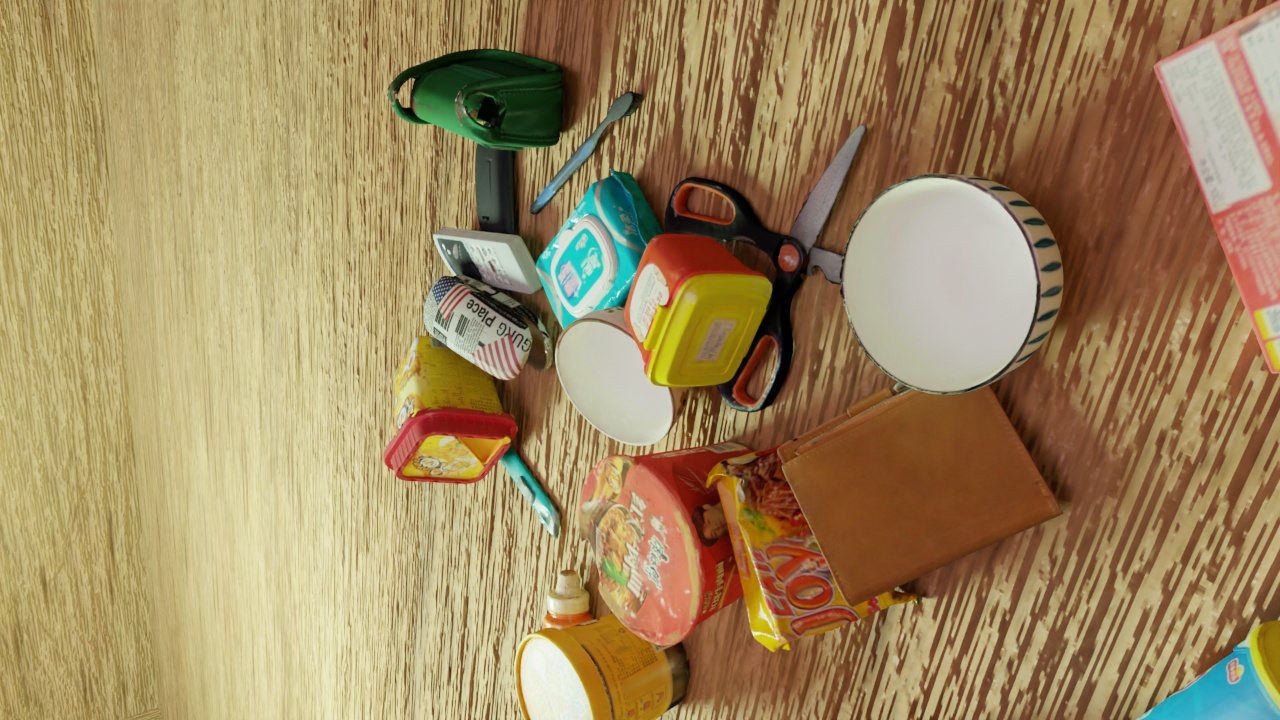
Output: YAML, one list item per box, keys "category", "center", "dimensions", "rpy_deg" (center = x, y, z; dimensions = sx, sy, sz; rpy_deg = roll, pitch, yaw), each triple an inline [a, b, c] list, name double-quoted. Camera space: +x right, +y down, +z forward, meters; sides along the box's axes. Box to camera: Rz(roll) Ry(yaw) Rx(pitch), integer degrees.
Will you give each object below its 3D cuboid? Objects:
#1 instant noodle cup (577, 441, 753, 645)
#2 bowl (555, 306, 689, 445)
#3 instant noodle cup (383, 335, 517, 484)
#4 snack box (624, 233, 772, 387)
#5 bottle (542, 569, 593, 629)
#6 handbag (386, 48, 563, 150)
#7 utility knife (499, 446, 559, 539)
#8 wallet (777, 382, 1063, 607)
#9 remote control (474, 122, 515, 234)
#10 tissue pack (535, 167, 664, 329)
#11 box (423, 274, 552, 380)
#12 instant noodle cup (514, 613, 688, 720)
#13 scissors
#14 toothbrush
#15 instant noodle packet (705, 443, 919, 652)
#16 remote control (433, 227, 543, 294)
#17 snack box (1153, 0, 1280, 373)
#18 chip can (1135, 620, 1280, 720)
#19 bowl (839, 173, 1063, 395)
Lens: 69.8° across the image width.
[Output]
- category: "instant noodle cup"
  center: [0.038, 0.124, 0.673]
  dimensions: [0.138, 0.108, 0.138]
  rpy_deg: [19, 115, 49]
- category: "bowl"
  center: [-0.004, 0.004, 0.721]
  dimensions: [0.113, 0.062, 0.114]
  rpy_deg: [24, 134, 28]
- category: "instant noodle cup"
  center: [-0.200, 0.049, 0.942]
  dimensions: [0.116, 0.116, 0.123]
  rpy_deg: [-48, 46, 41]
- category: "snack box"
  center: [0.033, -0.037, 0.632]
  dimensions: [0.080, 0.081, 0.091]
  rpy_deg: [56, 137, 42]
- category: "bottle"
  center: [-0.069, 0.276, 0.885]
  dimensions: [0.067, 0.066, 0.149]
  rpy_deg: [3, 95, 50]
- category: "handbag"
  center: [-0.135, -0.225, 0.786]
  dimensions: [0.131, 0.120, 0.068]
  rpy_deg: [27, 121, 36]
- category: "utility knife"
  center: [-0.126, 0.117, 0.946]
  dimensions: [0.166, 0.013, 0.029]
  rpy_deg: [48, 127, 32]
- category: "wallet"
  center: [0.157, 0.068, 0.536]
  dimensions: [0.132, 0.031, 0.107]
  rpy_deg: [-30, 71, 16]
- category: "remote control"
  center: [-0.142, -0.166, 0.885]
  dimensions: [0.053, 0.024, 0.136]
  rpy_deg: [16, 111, 46]
- category: "tissue pack"
  center: [-0.029, -0.081, 0.750]
  dimensions: [0.134, 0.050, 0.093]
  rpy_deg: [-47, 63, 45]
- category: "box"
  center: [-0.158, -0.034, 0.885]
  dimensions: [0.163, 0.082, 0.075]
  rpy_deg: [32, 133, 39]
- category: "instant noodle cup"
  center: [-0.030, 0.274, 0.789]
  dimensions: [0.119, 0.114, 0.118]
  rpy_deg: [17, 112, 48]
- category: "scissors"
  center: [0.090, -0.061, 0.633]
  dimensions: [0.234, 0.021, 0.221]
  rpy_deg: [32, 123, 42]
- category: "toothbrush"
  center: [-0.051, -0.173, 0.786]
  dimensions: [0.190, 0.016, 0.014]
  rpy_deg: [-36, 81, 51]
- category: "instant noodle packet"
  center: [0.110, 0.114, 0.593]
  dimensions: [0.044, 0.111, 0.128]
  rpy_deg: [105, 148, -84]
- category: "remote control"
  center: [-0.153, -0.099, 0.901]
  dimensions: [0.150, 0.021, 0.058]
  rpy_deg: [13, 136, 48]
- category: "snack box"
  center: [0.286, -0.076, 0.390]
  dimensions: [0.075, 0.025, 0.153]
  rpy_deg: [-25, 80, 49]
- category: "chip can"
  center: [0.261, 0.216, 0.458]
  dimensions: [0.071, 0.071, 0.211]
  rpy_deg: [52, 134, 29]
- category: "bowl"
  center: [0.176, -0.044, 0.499]
  dimensions: [0.117, 0.066, 0.116]
  rpy_deg: [17, 113, 47]
